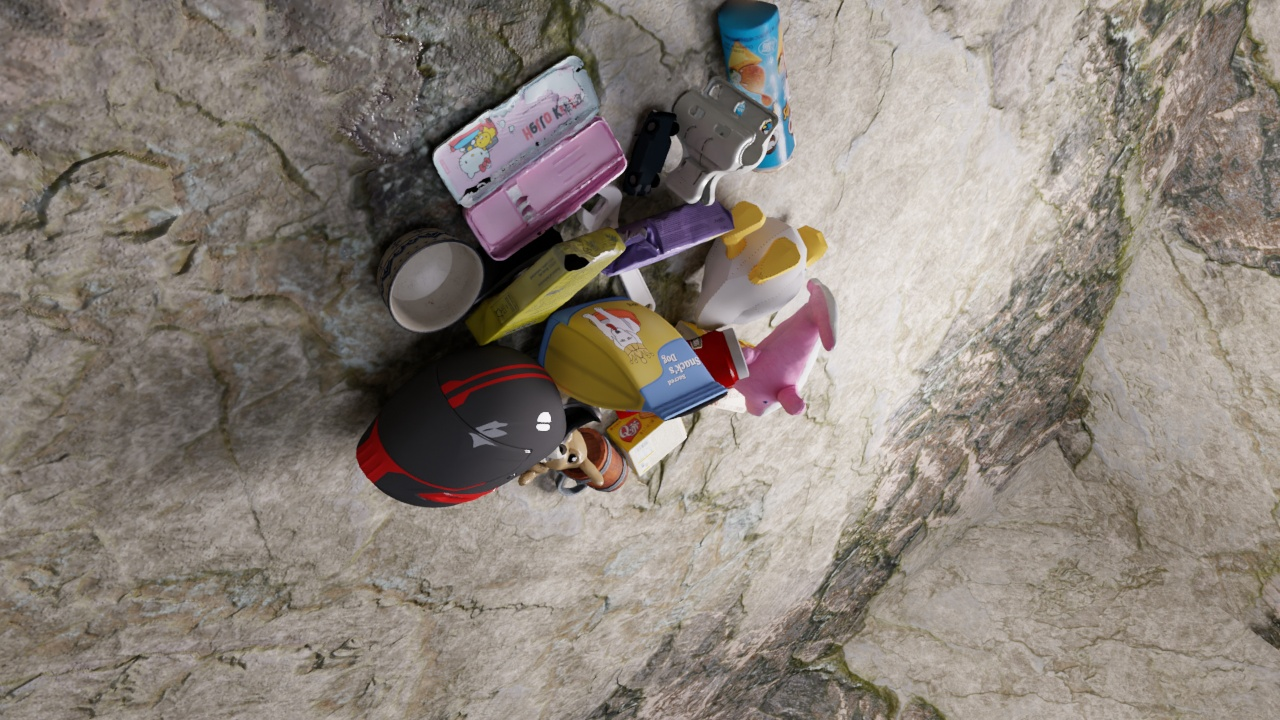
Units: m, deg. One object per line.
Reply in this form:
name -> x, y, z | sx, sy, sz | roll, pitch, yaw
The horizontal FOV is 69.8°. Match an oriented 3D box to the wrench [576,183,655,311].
wrench -> -0.024, -0.136, 1.225 | 0.066, 0.018, 0.273 | -42, 146, -10

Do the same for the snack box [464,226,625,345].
snack box -> -0.109, -0.090, 1.063 | 0.181, 0.045, 0.121 | -35, 176, 38

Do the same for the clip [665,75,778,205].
clip -> 0.082, -0.264, 1.121 | 0.091, 0.125, 0.152 | 15, 116, -51

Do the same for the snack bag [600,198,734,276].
snack bag -> 0.029, -0.161, 1.167 | 0.097, 0.058, 0.204 | -17, -175, 41

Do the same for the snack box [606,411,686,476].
snack box -> 0.011, 0.117, 1.471 | 0.105, 0.061, 0.084 | -39, 144, -13

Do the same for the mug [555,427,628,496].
mug -> -0.084, 0.167, 1.414 | 0.117, 0.081, 0.111 | -32, 150, 7

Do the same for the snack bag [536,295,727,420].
snack bag -> -0.007, 0.007, 1.192 | 0.158, 0.205, 0.102 | -20, 135, -52

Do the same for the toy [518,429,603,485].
toy -> -0.128, 0.134, 1.320 | 0.108, 0.134, 0.105 | -22, 170, 8

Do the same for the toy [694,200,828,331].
toy -> 0.175, -0.133, 1.350 | 0.246, 0.141, 0.267 | -42, 165, 1

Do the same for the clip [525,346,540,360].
clip -> -0.134, -0.005, 1.227 | 0.074, 0.035, 0.023 | -36, 143, -27

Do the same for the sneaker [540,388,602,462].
sneaker -> -0.154, 0.106, 1.234 | 0.241, 0.102, 0.089 | -31, 144, -9

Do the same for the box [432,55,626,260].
box -> -0.120, -0.222, 1.013 | 0.201, 0.045, 0.155 | -39, 122, -15

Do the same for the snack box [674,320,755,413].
snack box -> 0.119, 0.013, 1.487 | 0.230, 0.062, 0.110 | 14, 112, -52

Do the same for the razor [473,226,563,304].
razor -> -0.165, -0.109, 1.067 | 0.156, 0.057, 0.060 | -33, 158, -17

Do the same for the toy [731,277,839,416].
toy -> 0.205, -0.008, 1.404 | 0.127, 0.186, 0.266 | 15, 134, -18

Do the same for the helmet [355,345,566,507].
helmet -> -0.192, 0.065, 1.093 | 0.264, 0.164, 0.170 | -7, 147, -51

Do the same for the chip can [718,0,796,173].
chip can -> 0.151, -0.346, 1.160 | 0.079, 0.080, 0.230 | -39, 145, -13

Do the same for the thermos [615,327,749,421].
thermos -> 0.056, 0.030, 1.341 | 0.199, 0.084, 0.108 | -19, 109, 5

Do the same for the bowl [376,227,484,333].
bowl -> -0.235, -0.094, 0.999 | 0.115, 0.059, 0.116 | -28, 141, -26

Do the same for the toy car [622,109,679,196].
toy car -> 0.010, -0.255, 1.129 | 0.046, 0.034, 0.112 | -8, 131, -43
